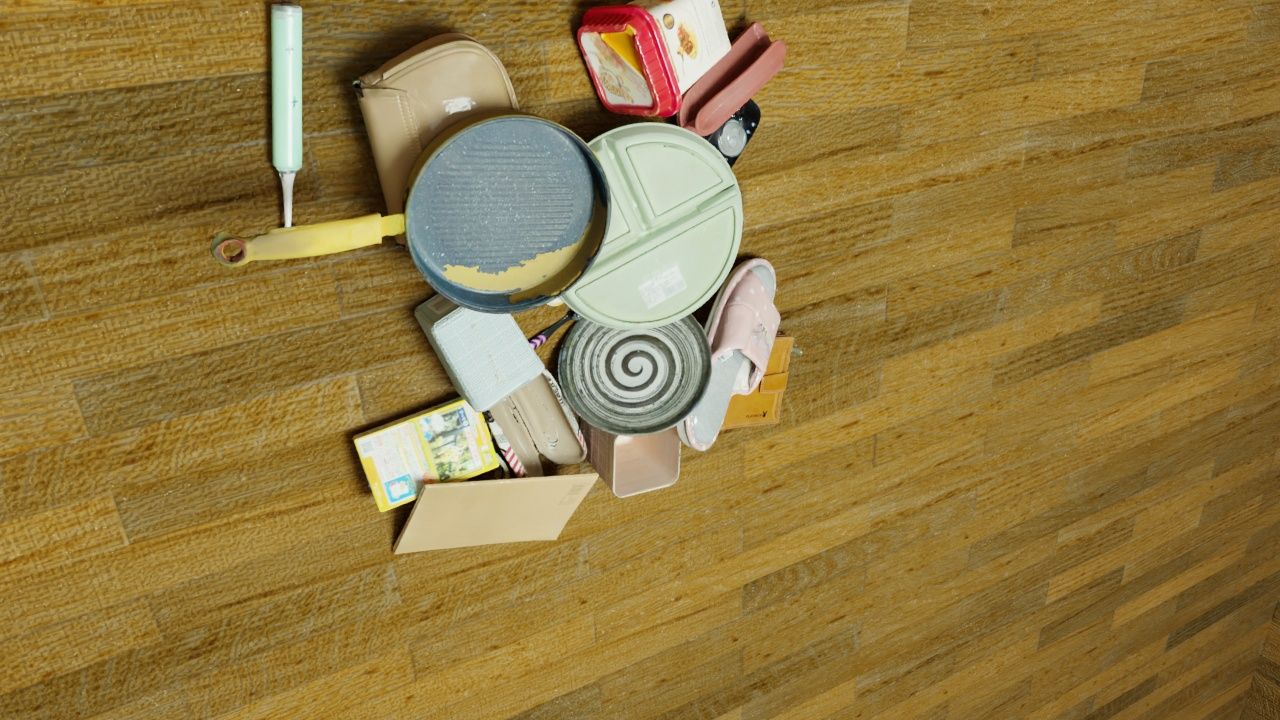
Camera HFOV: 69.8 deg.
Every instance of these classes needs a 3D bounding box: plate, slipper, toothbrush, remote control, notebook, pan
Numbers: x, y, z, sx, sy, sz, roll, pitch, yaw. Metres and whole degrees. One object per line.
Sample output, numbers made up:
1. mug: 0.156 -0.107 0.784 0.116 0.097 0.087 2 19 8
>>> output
1. plate: -0.006 0.006 1.068 0.179 0.179 0.024 -37 162 -12
2. slipper: 0.119 -0.012 1.121 0.114 0.054 0.273 55 52 -44
3. toothbrush: -0.325 -0.210 0.846 0.027 0.026 0.225 -17 121 -49
4. remote control: 0.092 -0.249 1.080 0.053 0.024 0.136 35 89 -34
5. plate: 0.006 -0.135 0.973 0.230 0.027 0.230 -7 117 -15
6. toothbrush: -0.131 -0.013 1.059 0.189 0.018 0.014 -36 115 -11
7. notebook: -0.169 0.180 1.078 0.211 0.012 0.150 1 142 -31
8. pan: -0.193 -0.122 0.828 0.356 0.078 0.198 -6 122 -22

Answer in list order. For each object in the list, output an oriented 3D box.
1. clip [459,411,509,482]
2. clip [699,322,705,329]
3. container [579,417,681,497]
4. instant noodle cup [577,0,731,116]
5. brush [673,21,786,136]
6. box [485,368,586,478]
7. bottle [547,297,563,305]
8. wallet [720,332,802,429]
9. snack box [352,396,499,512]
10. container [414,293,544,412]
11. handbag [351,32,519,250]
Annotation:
1. clip: -0.191 0.114 1.069 0.098 0.035 0.099 -31 120 -18
2. clip: 0.066 -0.025 1.173 0.057 0.028 0.024 -43 124 3
3. container: -0.018 0.096 1.116 0.089 0.111 0.090 -11 116 -27
4. instant noodle cup: 0.019 -0.329 0.954 0.124 0.116 0.117 -41 127 -24
5. brush: 0.097 -0.308 1.027 0.145 0.069 0.063 -45 121 -6
6. box: -0.121 0.079 1.066 0.085 0.075 0.162 -19 124 8
7. bottle: -0.119 -0.101 0.996 0.108 0.063 0.063 19 100 -36
8. wallet: 0.155 0.026 1.241 0.119 0.035 0.131 -3 112 -23
9. snack box: -0.236 0.101 1.015 0.140 0.034 0.087 -20 101 -15
10. container: -0.176 -0.023 0.984 0.089 0.090 0.111 -34 122 -14
11. handbag: -0.186 -0.206 0.892 0.147 0.100 0.205 -16 119 -16
